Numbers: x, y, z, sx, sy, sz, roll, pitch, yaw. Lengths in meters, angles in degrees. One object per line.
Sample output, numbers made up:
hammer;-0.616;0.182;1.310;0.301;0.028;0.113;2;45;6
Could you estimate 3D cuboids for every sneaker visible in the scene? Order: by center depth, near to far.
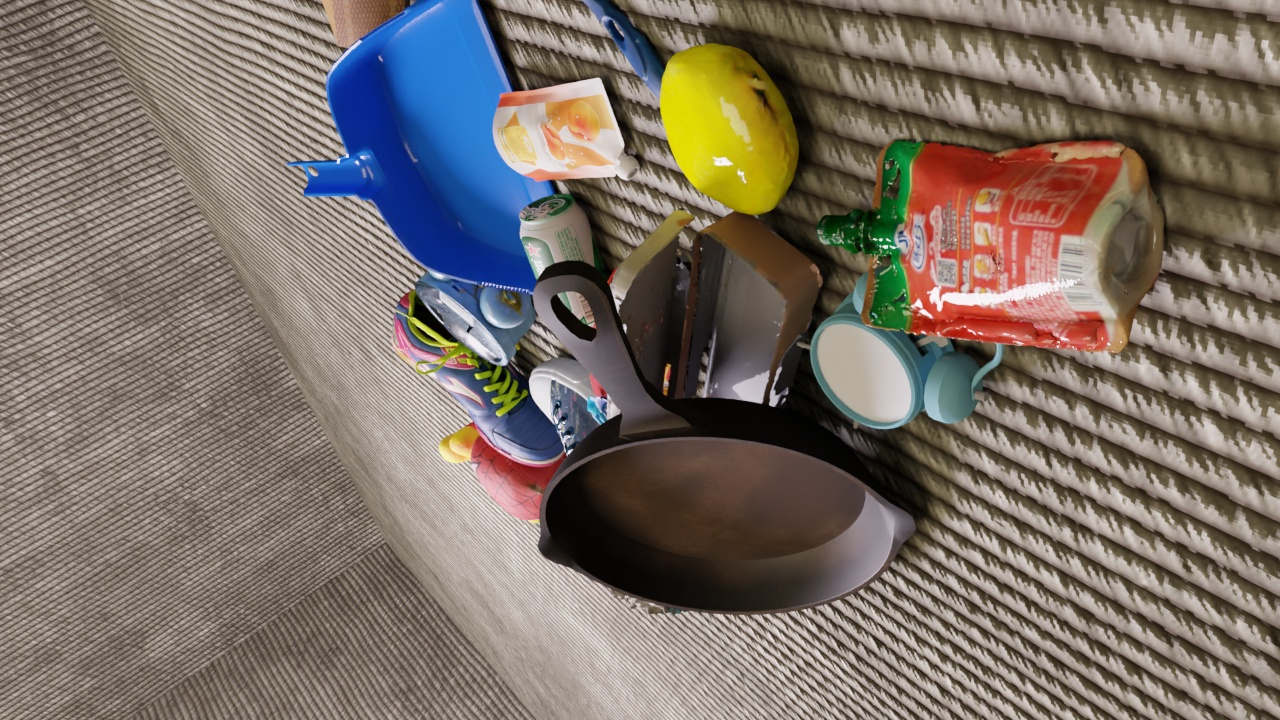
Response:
sneaker;-0.040;0.078;0.841;0.235;0.079;0.087;37;150;36
sneaker;-0.172;0.017;0.973;0.242;0.116;0.091;39;140;10

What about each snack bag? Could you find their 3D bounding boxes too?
snack bag;0.134;-0.051;0.391;0.155;0.044;0.087;16;107;53

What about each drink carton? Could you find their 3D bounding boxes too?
drink carton;-0.051;-0.155;0.631;0.122;0.038;0.069;11;130;50

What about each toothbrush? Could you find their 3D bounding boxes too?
toothbrush;-0.019;-0.199;0.533;0.132;0.016;0.021;51;156;5

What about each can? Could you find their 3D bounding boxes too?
can;-0.056;-0.074;0.711;0.053;0.053;0.101;26;143;48

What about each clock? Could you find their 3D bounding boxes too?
clock;0.135;-0.006;0.467;0.087;0.041;0.123;56;151;0
clock;-0.156;-0.058;0.874;0.118;0.060;0.162;39;161;4

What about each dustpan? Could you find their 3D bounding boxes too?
dustpan;-0.196;-0.164;0.755;0.258;0.059;0.246;8;133;38

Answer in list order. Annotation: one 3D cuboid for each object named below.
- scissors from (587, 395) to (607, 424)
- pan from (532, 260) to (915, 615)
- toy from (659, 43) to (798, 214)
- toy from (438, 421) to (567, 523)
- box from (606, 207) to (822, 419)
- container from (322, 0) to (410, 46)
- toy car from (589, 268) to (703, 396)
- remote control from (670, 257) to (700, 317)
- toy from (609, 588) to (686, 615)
scissors;0.001;0.072;0.733;0.133;0.015;0.103;46;166;12
pan;0.027;0.059;0.557;0.249;0.043;0.356;-9;138;20
toy;0.044;-0.120;0.482;0.095;0.041;0.094;56;159;0
toy;-0.150;0.123;1.072;0.147;0.098;0.217;36;166;-24
box;0.045;0.008;0.577;0.108;0.094;0.217;21;145;12
container;-0.207;-0.289;0.689;0.114;0.061;0.063;112;138;-62
toy car;-0.004;0.004;0.716;0.081;0.056;0.190;49;158;18
remote control;0.052;-0.035;0.611;0.125;0.010;0.039;37;150;36
toy;-0.005;0.167;0.862;0.076;0.132;0.175;-51;44;22
